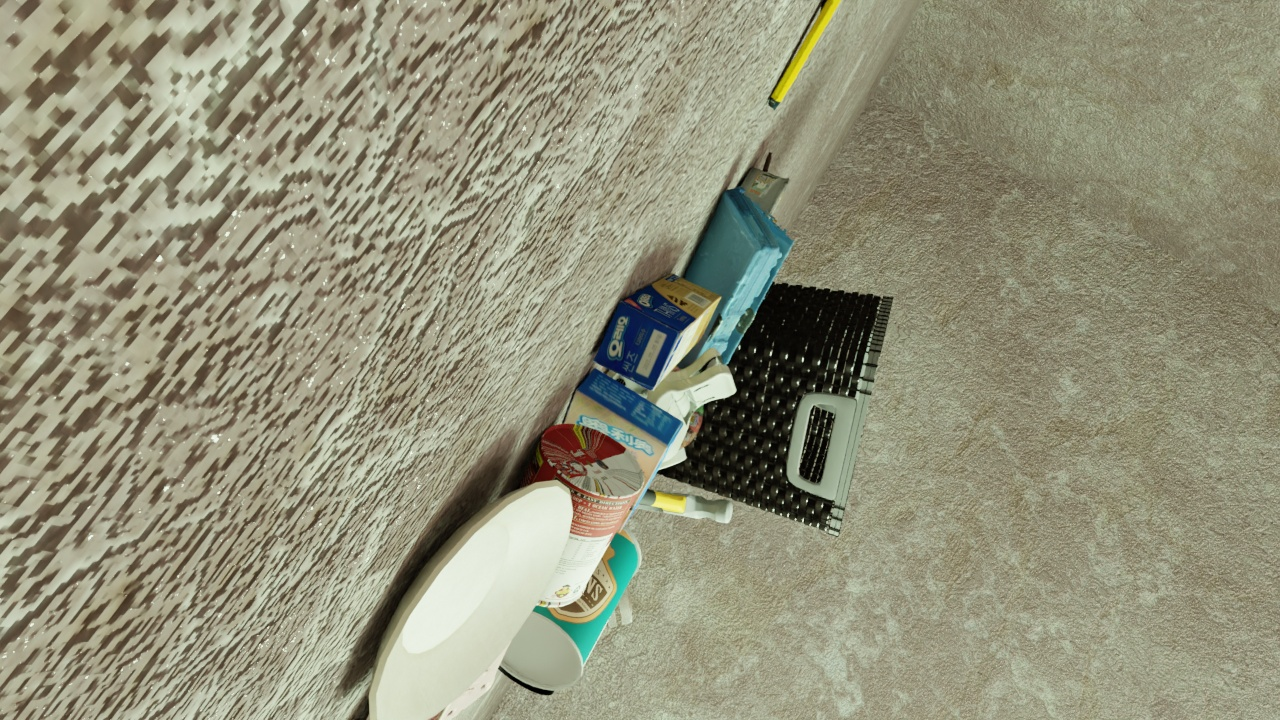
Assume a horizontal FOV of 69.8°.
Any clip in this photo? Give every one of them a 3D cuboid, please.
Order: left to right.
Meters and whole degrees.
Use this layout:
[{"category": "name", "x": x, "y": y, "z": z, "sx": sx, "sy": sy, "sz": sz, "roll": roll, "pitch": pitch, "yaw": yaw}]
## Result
[{"category": "clip", "x": 0.014, "y": 0.035, "z": 0.881, "sx": 0.152, "sy": 0.099, "sz": 0.126, "roll": -45, "pitch": 156, "yaw": -8}]

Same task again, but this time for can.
[{"category": "can", "x": -0.061, "y": 0.121, "z": 0.718, "sx": 0.117, "sy": 0.086, "sz": 0.086, "roll": -62, "pitch": 174, "yaw": 24}, {"category": "can", "x": -0.071, "y": 0.223, "z": 0.874, "sx": 0.143, "sy": 0.099, "sz": 0.099, "roll": -54, "pitch": 173, "yaw": -51}]

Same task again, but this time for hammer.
[{"category": "hammer", "x": -0.054, "y": 0.220, "z": 1.128, "sx": 0.314, "sy": 0.035, "sz": 0.138, "roll": -167, "pitch": -114, "yaw": -82}, {"category": "hammer", "x": 0.006, "y": 0.154, "z": 1.035, "sx": 0.323, "sy": 0.127, "sz": 0.029, "roll": 32, "pitch": 65, "yaw": -67}]

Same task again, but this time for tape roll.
[{"category": "tape roll", "x": 0.005, "y": 0.114, "z": 1.042, "sx": 0.094, "sy": 0.094, "sz": 0.018, "roll": 112, "pitch": -36, "yaw": -90}]

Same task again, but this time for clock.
[{"category": "clock", "x": 0.120, "y": -0.154, "z": 1.014, "sx": 0.147, "sy": 0.056, "sz": 0.104, "roll": -57, "pitch": 174, "yaw": -37}]

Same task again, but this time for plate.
[{"category": "plate", "x": -0.113, "y": 0.154, "z": 0.601, "sx": 0.188, "sy": 0.027, "sz": 0.189, "roll": -47, "pitch": 157, "yaw": -28}]

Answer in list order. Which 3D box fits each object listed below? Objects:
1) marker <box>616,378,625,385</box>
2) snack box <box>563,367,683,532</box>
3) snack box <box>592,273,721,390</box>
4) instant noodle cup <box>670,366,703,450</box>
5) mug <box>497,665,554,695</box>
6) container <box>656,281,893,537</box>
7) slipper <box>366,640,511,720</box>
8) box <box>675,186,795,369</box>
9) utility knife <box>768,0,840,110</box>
[{"category": "marker", "x": -0.006, "y": 0.005, "z": 0.930, "sx": 0.144, "sy": 0.021, "sz": 0.024, "roll": -56, "pitch": -179, "yaw": -25}, {"category": "snack box", "x": -0.028, "y": 0.080, "z": 0.786, "sx": 0.034, "sy": 0.087, "sz": 0.152, "roll": -54, "pitch": 172, "yaw": -39}, {"category": "snack box", "x": 0.019, "y": -0.031, "z": 0.785, "sx": 0.056, "sy": 0.057, "sz": 0.206, "roll": -64, "pitch": 173, "yaw": 16}, {"category": "instant noodle cup", "x": 0.008, "y": 0.059, "z": 1.011, "sx": 0.100, "sy": 0.100, "sz": 0.112, "roll": -58, "pitch": -178, "yaw": -14}, {"category": "mug", "x": -0.093, "y": 0.284, "z": 0.962, "sx": 0.118, "sy": 0.082, "sz": 0.098, "roll": -32, "pitch": -161, "yaw": 52}, {"category": "container", "x": 0.168, "y": 0.038, "z": 1.177, "sx": 0.244, "sy": 0.244, "sz": 0.248, "roll": -48, "pitch": 148, "yaw": -62}, {"category": "slipper", "x": -0.135, "y": 0.223, "z": 0.720, "sx": 0.094, "sy": 0.064, "sz": 0.238, "roll": -63, "pitch": 175, "yaw": 31}, {"category": "box", "x": 0.084, "y": -0.067, "z": 0.968, "sx": 0.054, "sy": 0.093, "sz": 0.232, "roll": -6, "pitch": 142, "yaw": -26}, {"category": "utility knife", "x": 0.171, "y": -0.316, "z": 0.799, "sx": 0.218, "sy": 0.019, "sz": 0.030, "roll": -56, "pitch": -178, "yaw": 23}]
